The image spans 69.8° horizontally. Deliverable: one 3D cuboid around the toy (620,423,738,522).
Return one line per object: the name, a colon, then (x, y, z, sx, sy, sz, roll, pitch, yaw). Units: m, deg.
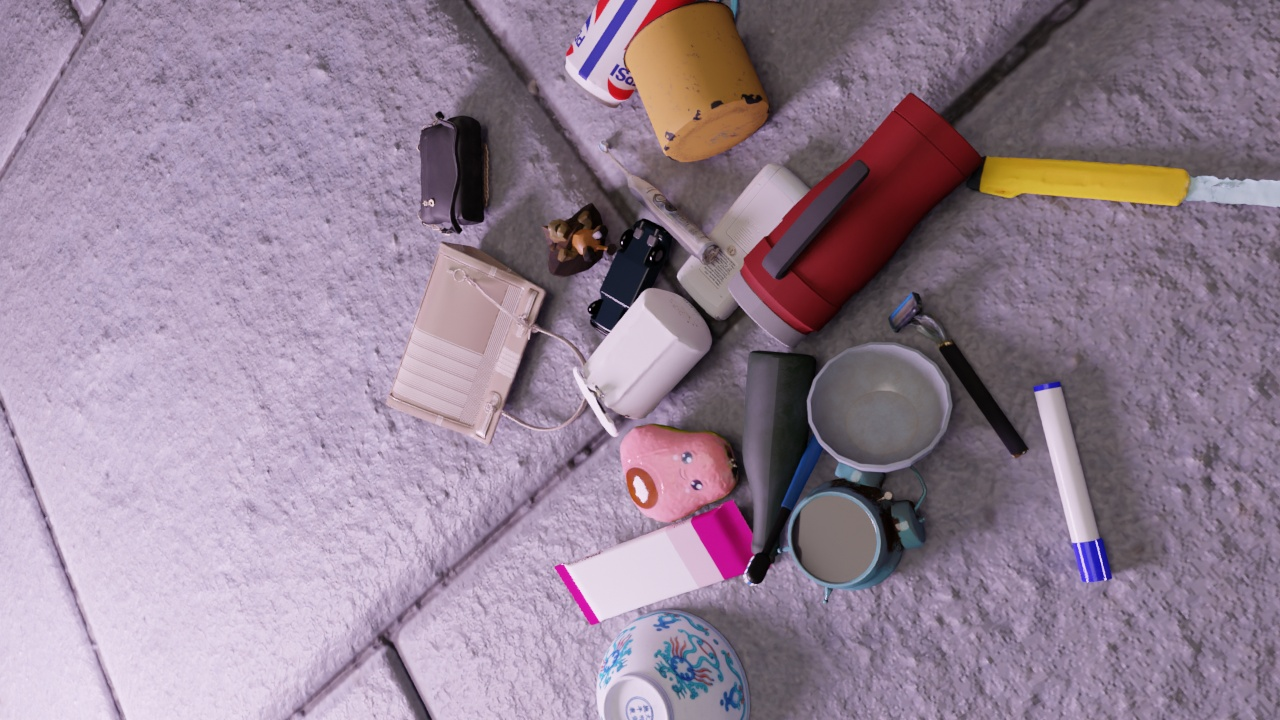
toy: (0.035, 0.093, 0.798, 0.110, 0.051, 0.090, -18, 85, 27)

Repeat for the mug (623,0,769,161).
mug: (0.046, -0.226, 0.784, 0.094, 0.100, 0.124, 69, 158, 11)

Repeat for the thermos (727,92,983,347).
thermos: (0.156, -0.106, 0.702, 0.199, 0.108, 0.084, -47, 66, 18)

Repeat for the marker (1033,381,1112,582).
marker: (0.309, 0.086, 0.657, 0.020, 0.020, 0.141, -15, 81, 29)

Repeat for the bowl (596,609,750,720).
bowl: (0.013, 0.295, 0.791, 0.144, 0.074, 0.144, -1, 88, 30)

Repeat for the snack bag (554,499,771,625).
snack bag: (0.016, 0.183, 0.817, 0.197, 0.016, 0.070, -26, 99, 27)

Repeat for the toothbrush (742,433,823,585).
toothbrush: (0.121, 0.101, 0.718, 0.014, 0.014, 0.167, 30, 64, 2)

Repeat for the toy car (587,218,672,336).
toy car: (-0.008, -0.074, 0.838, 0.046, 0.034, 0.112, 32, 104, 27)

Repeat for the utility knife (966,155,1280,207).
utility knife: (0.345, -0.122, 0.644, 0.224, 0.019, 0.030, 13, 101, 35)

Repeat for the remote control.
remote control: (0.090, -0.101, 0.787, 0.060, 0.025, 0.139, 49, 113, 22)

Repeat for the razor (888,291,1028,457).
razor: (0.246, 0.011, 0.698, 0.144, 0.022, 0.043, 55, 155, 15)

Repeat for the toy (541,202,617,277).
toy: (-0.054, -0.109, 0.843, 0.100, 0.062, 0.076, 21, 82, 58)

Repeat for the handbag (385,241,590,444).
handbag: (-0.136, 0.001, 0.909, 0.198, 0.062, 0.176, 25, 101, 20)

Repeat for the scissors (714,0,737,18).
scissors: (0.055, -0.358, 0.826, 0.111, 0.015, 0.140, 12, 91, 33)

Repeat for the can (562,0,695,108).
can: (-0.009, -0.298, 0.818, 0.070, 0.070, 0.132, 50, 118, 22)

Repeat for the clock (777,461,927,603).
clock: (0.169, 0.128, 0.718, 0.090, 0.053, 0.124, 47, 108, 22)

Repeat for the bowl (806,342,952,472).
bowl: (0.185, 0.041, 0.708, 0.106, 0.039, 0.106, -9, 60, 16)

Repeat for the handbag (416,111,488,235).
handbag: (-0.200, -0.193, 0.944, 0.079, 0.054, 0.128, -1, 90, 34)

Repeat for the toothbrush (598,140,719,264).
toothbrush: (0.010, -0.146, 0.826, 0.185, 0.022, 0.024, 51, 153, 35)

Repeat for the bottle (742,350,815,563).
bottle: (0.109, 0.080, 0.755, 0.055, 0.055, 0.174, 6, 93, 30)

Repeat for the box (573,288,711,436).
box: (-0.008, 0.007, 0.806, 0.080, 0.089, 0.143, 45, 112, 11)
